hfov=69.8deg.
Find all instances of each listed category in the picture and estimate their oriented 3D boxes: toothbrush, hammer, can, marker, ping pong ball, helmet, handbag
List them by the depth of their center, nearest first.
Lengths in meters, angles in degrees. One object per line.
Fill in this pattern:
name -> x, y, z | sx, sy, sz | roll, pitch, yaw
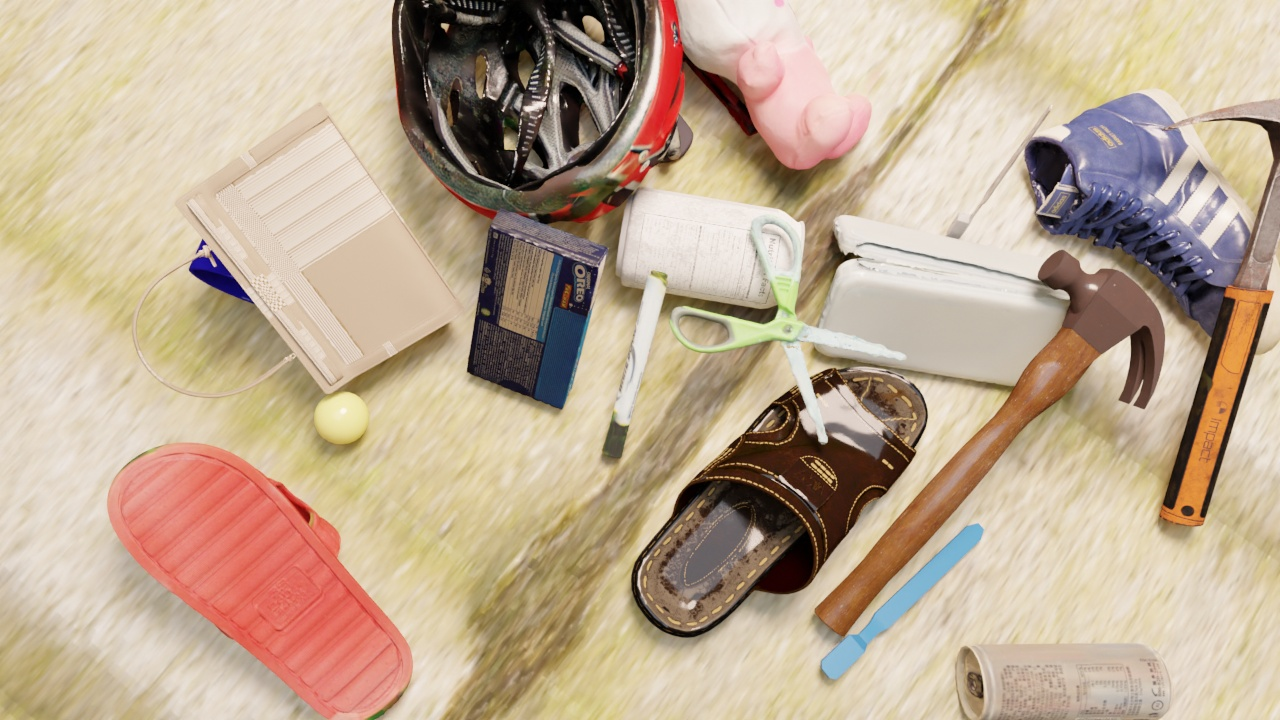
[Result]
handbag -> -0.258, -0.051, 0.649 | 0.197, 0.062, 0.176 | -40, 112, -20
can -> 0.302, 0.230, 0.657 | 0.135, 0.054, 0.054 | 0, 76, -1
hammer -> 0.243, 0.072, 0.660 | 0.115, 0.033, 0.323 | 39, 96, -7
hammer -> 0.423, -0.031, 0.668 | 0.138, 0.035, 0.315 | 12, 103, 13
toothbrush -> 0.260, -0.135, 0.678 | 0.010, 0.182, 0.010 | 16, 71, 5
toothbrush -> 0.198, 0.179, 0.690 | 0.166, 0.014, 0.016 | -38, 80, -14
helmet -> -0.070, -0.215, 0.690 | 0.218, 0.167, 0.271 | -22, 67, 15
marker -> -0.004, 0.004, 0.692 | 0.017, 0.017, 0.146 | 15, 101, 2
ping pong ball -> -0.226, 0.043, 0.694 | 0.040, 0.040, 0.040 | 0, 76, -2
can -> 0.053, -0.086, 0.714 | 0.136, 0.078, 0.078 | 10, 76, 1

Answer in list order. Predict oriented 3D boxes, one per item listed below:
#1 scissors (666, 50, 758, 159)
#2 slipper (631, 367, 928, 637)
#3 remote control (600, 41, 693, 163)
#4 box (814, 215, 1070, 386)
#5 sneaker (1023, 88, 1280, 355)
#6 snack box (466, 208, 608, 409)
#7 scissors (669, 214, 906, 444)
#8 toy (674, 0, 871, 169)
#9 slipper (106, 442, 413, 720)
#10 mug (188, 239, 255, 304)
scissors -> 0.030, -0.250, 0.779 | 0.187, 0.015, 0.179 | 22, 65, -5
slipper -> 0.106, 0.097, 0.672 | 0.267, 0.076, 0.113 | -40, 81, -10
remote control -> -0.002, -0.220, 0.779 | 0.046, 0.009, 0.124 | -34, 80, -9
box -> 0.249, -0.065, 0.725 | 0.215, 0.107, 0.124 | 10, 51, -2
sneaker -> 0.390, -0.100, 0.719 | 0.118, 0.091, 0.233 | -14, 77, -10
snack box -> -0.077, -0.033, 0.666 | 0.082, 0.151, 0.027 | 21, 45, 1
scissors -> 0.107, -0.027, 0.660 | 0.171, 0.023, 0.167 | 11, 84, 5
toy -> 0.094, -0.249, 0.738 | 0.084, 0.141, 0.213 | -40, 87, 27
slipper -> -0.264, 0.155, 0.659 | 0.249, 0.059, 0.103 | 46, 78, -7
mug -> -0.276, -0.085, 0.711 | 0.111, 0.079, 0.083 | 24, 75, -25
